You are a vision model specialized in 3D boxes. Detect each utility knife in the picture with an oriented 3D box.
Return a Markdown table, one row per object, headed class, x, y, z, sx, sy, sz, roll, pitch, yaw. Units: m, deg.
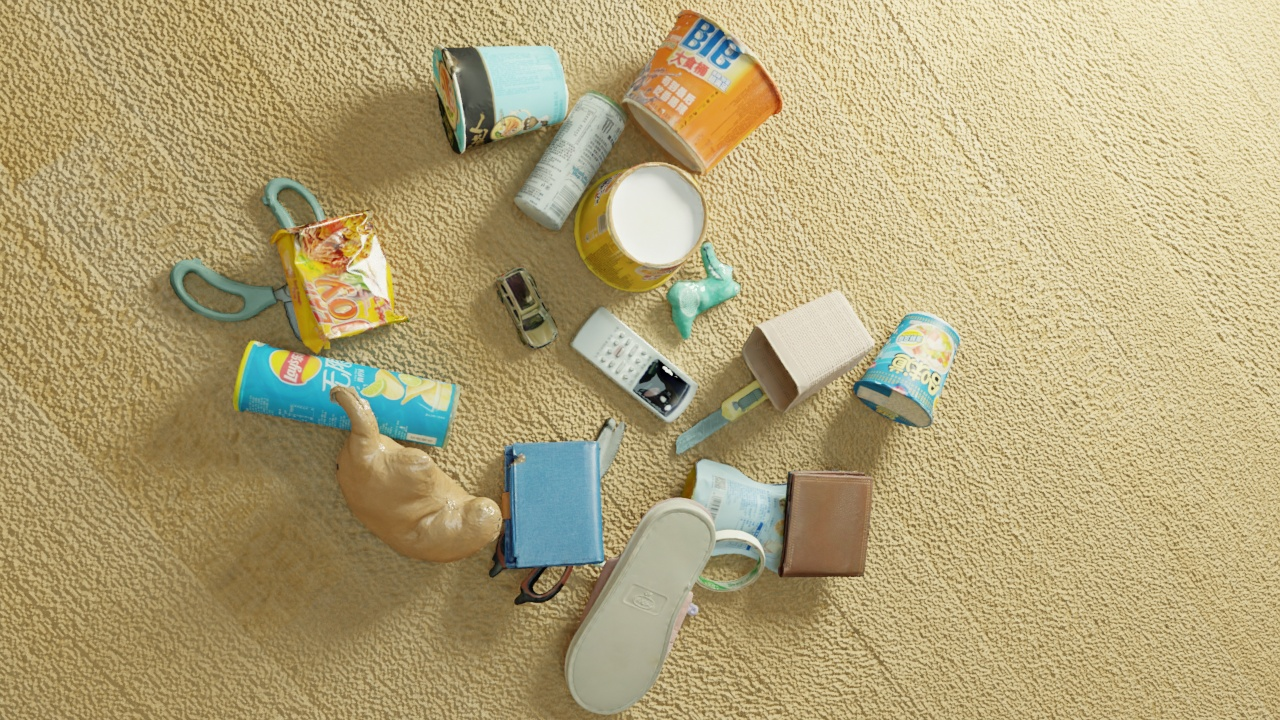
| class | x | y | z | sx | sy | sz | roll | pitch | yaw |
| --- | --- | --- | --- | --- | --- | --- | --- | --- | --- |
| utility knife | 0.129 | 0.043 | 1.060 | 0.219 | 0.022 | 0.031 | -32 | 88 | -6 |

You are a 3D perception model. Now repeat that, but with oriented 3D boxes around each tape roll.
| class | x | y | z | sx | sy | sz | roll | pitch | yaw |
| --- | --- | --- | --- | --- | --- | --- | --- | --- | --- |
| tape roll | 0.097 | 0.225 | 1.029 | 0.086 | 0.013 | 0.086 | -1 | 123 | -2 |

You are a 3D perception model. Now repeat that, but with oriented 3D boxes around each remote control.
| class | x | y | z | sx | sy | sz | roll | pitch | yaw |
| --- | --- | --- | --- | --- | --- | --- | --- | --- | --- |
| remote control | -0.006 | 0.006 | 1.022 | 0.150 | 0.021 | 0.058 | 39 | 83 | -10 |

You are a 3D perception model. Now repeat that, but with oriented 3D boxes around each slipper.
| class | x | y | z | sx | sy | sz | roll | pitch | yaw |
| --- | --- | --- | --- | --- | --- | --- | --- | --- | --- |
| slipper | -0.002 | 0.264 | 0.993 | 0.114 | 0.054 | 0.275 | 19 | 106 | -13 |

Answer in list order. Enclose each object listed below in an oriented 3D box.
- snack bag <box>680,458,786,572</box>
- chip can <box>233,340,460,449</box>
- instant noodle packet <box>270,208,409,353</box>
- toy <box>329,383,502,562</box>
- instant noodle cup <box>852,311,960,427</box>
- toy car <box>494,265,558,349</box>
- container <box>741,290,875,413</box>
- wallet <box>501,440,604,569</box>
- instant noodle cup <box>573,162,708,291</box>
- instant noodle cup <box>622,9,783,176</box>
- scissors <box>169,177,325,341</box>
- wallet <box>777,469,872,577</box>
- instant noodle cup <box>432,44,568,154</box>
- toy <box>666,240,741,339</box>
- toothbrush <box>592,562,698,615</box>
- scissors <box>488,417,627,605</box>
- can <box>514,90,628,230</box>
| class | x | y | z | sx | sy | sz | roll | pitch | yaw |
| --- | --- | --- | --- | --- | --- | --- | --- | --- | --- |
| snack bag | 0.136 | 0.183 | 1.049 | 0.191 | 0.039 | 0.110 | 15 | 85 | -15 |
| chip can | -0.294 | 0.036 | 0.932 | 0.210 | 0.071 | 0.071 | 12 | 88 | -13 |
| instant noodle packet | -0.302 | -0.082 | 0.929 | 0.110 | 0.044 | 0.128 | -21 | 97 | -36 |
| toy | -0.243 | 0.121 | 0.912 | 0.144 | 0.082 | 0.226 | -28 | 119 | 30 |
| instant noodle cup | 0.316 | 0.007 | 1.063 | 0.099 | 0.099 | 0.109 | 35 | 75 | -11 |
| toy car | -0.122 | -0.055 | 0.989 | 0.042 | 0.035 | 0.090 | -27 | 99 | -10 |
| container | 0.188 | -0.012 | 1.025 | 0.110 | 0.090 | 0.090 | -27 | 75 | -15 |
| wallet | -0.094 | 0.153 | 0.973 | 0.106 | 0.040 | 0.133 | -3 | 70 | -3 |
| instant noodle cup | 0.006 | -0.147 | 0.978 | 0.138 | 0.110 | 0.138 | 0 | 89 | -14 |
| instant noodle cup | 0.060 | -0.276 | 0.976 | 0.151 | 0.151 | 0.111 | 41 | 90 | -10 |
| scissors | -0.394 | -0.096 | 0.935 | 0.179 | 0.019 | 0.170 | -11 | 94 | -14 |
| wallet | 0.208 | 0.186 | 1.039 | 0.101 | 0.032 | 0.124 | 4 | 93 | -16 |
| instant noodle cup | -0.142 | -0.278 | 0.951 | 0.120 | 0.111 | 0.111 | -14 | 94 | -19 |
| toy | 0.070 | -0.082 | 1.033 | 0.091 | 0.030 | 0.096 | -25 | 110 | -15 |
| toothbrush | -0.015 | 0.242 | 1.024 | 0.189 | 0.021 | 0.029 | 30 | 81 | -13 |
| scissors | -0.089 | 0.154 | 1.000 | 0.193 | 0.015 | 0.206 | -10 | 69 | 4 |
| can | -0.074 | -0.214 | 0.985 | 0.058 | 0.058 | 0.146 | 33 | 83 | -11 |
